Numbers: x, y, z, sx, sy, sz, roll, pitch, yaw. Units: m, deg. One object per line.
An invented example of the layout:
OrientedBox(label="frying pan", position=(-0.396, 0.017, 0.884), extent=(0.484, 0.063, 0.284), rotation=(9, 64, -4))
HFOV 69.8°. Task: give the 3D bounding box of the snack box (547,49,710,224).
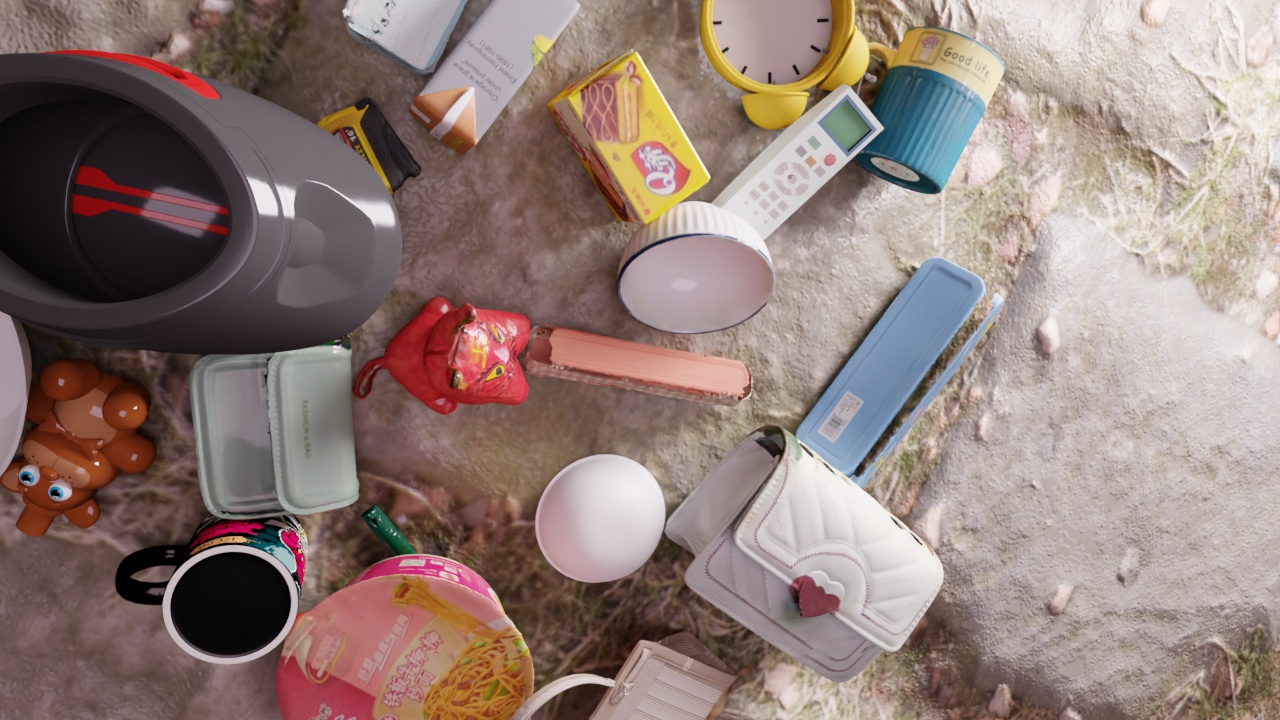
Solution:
OrientedBox(label="snack box", position=(-0.011, -0.160, 0.667), extent=(0.061, 0.083, 0.106), rotation=(-35, 108, -6))

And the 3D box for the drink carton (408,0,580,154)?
OrientedBox(label="drink carton", position=(-0.104, -0.208, 0.638), extent=(0.048, 0.076, 0.124), rotation=(38, 84, -19))

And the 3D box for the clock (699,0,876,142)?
OrientedBox(label="clock", position=(0.109, -0.247, 0.699), extent=(0.113, 0.052, 0.152), rotation=(-32, 103, 2))

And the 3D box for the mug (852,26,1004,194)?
OrientedBox(label="mug", position=(0.213, -0.203, 0.733), extent=(0.113, 0.083, 0.107), rotation=(26, 95, 10))

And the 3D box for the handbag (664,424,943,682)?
OrientedBox(label="handbag", position=(0.137, 0.160, 0.748), extent=(0.198, 0.096, 0.142), rotation=(36, 102, -20))

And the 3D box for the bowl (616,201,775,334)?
OrientedBox(label="bowl", position=(0.041, -0.078, 0.697), extent=(0.118, 0.118, 0.062), rotation=(12, 54, -18))

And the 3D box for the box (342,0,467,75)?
OrientedBox(label="box", position=(-0.130, -0.298, 0.633), extent=(0.083, 0.066, 0.199), rotation=(28, 91, -43))

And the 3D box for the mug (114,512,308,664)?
OrientedBox(label="mug", position=(-0.294, 0.148, 0.632), extent=(0.118, 0.098, 0.082), rotation=(6, 98, -17))

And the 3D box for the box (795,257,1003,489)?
OrientedBox(label="box", position=(0.221, 0.012, 0.795), extent=(0.074, 0.078, 0.209), rotation=(38, 89, 25))

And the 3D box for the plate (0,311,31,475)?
OrientedBox(label="plate", position=(-0.433, -0.002, 0.574), extent=(0.174, 0.036, 0.174), rotation=(3, 101, 18))

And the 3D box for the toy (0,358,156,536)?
OrientedBox(label="toy", position=(-0.382, 0.062, 0.612), extent=(0.095, 0.065, 0.128), rotation=(32, 95, -10))

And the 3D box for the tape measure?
OrientedBox(label="tape measure", position=(-0.197, -0.141, 0.640), extent=(0.064, 0.037, 0.065), rotation=(-36, 105, -8))

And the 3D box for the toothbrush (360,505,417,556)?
OrientedBox(label="toothbrush", position=(-0.157, 0.190, 0.723), extent=(0.016, 0.017, 0.190), rotation=(-35, 107, -4))

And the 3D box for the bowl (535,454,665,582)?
OrientedBox(label="bowl", position=(-0.026, 0.134, 0.738), extent=(0.109, 0.040, 0.110), rotation=(-3, 101, -16))

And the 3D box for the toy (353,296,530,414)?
OrientedBox(label="toy", position=(-0.151, -0.005, 0.648), extent=(0.133, 0.094, 0.088), rotation=(-9, 87, 14))

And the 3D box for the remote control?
OrientedBox(label="remote control", position=(0.116, -0.148, 0.713), extent=(0.143, 0.024, 0.049), rotation=(-43, 125, 16))

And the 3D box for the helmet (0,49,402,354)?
OrientedBox(label="helmet", position=(-0.279, -0.088, 0.556), extent=(0.264, 0.170, 0.164), rotation=(12, 94, -11))

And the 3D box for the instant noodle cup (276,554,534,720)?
OrientedBox(label="instant noodle cup", position=(-0.169, 0.222, 0.682), extent=(0.178, 0.077, 0.179), rotation=(-2, 105, -7))

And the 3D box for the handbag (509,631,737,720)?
OrientedBox(label="handbag", position=(-0.036, 0.288, 0.708), extent=(0.175, 0.062, 0.198), rotation=(-57, 139, -1))

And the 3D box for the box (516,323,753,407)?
OrientedBox(label="box", position=(-0.006, 0.003, 0.730), extent=(0.188, 0.062, 0.058), rotation=(12, 70, -15))

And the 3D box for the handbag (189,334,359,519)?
OrientedBox(label="handbag", position=(-0.254, 0.043, 0.643), extent=(0.106, 0.067, 0.122), rotation=(-4, 101, -17))
